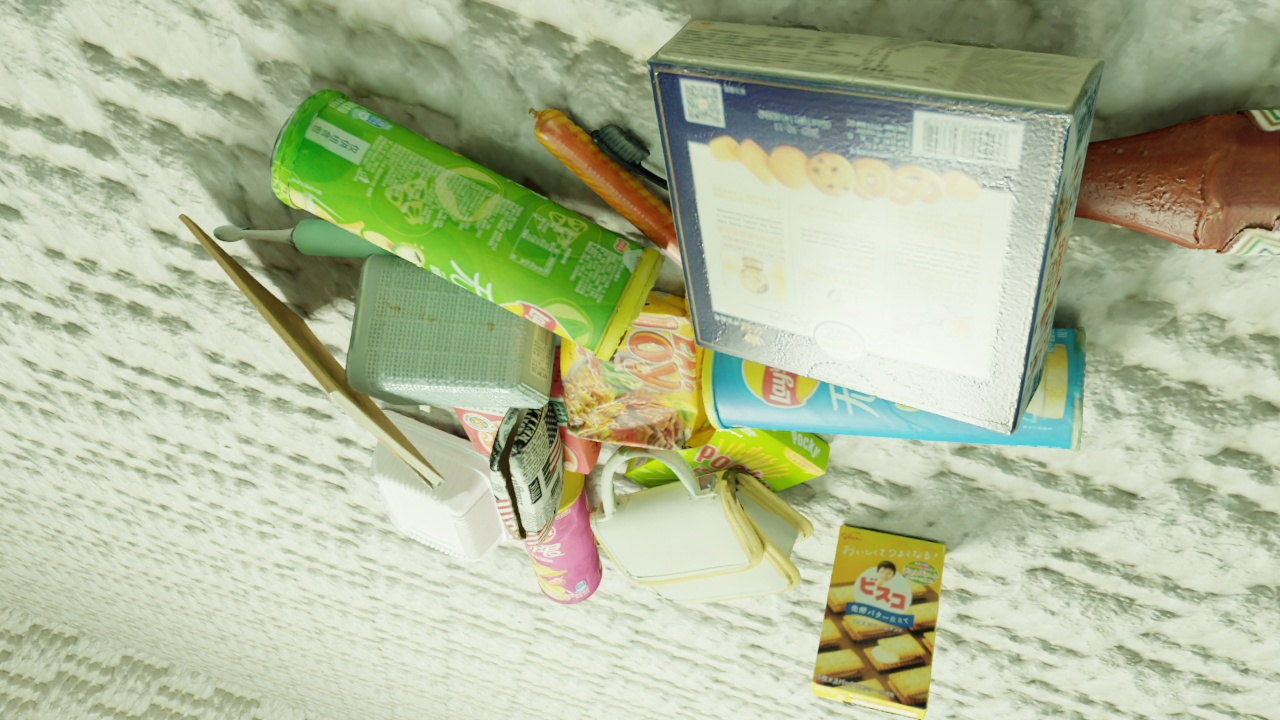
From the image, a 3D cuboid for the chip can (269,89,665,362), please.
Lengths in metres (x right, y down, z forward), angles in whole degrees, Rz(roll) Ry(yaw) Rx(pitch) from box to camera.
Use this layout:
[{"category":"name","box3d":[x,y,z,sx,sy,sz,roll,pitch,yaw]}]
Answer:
[{"category":"chip can","box3d":[-0.099,-0.078,0.525,0.221,0.072,0.073,27,146,-3]}]

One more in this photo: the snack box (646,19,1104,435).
[{"category":"snack box","box3d":[0.102,-0.061,0.435,0.178,0.045,0.183,17,142,28]}]

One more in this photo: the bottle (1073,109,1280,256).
[{"category":"bottle","box3d":[0.232,-0.075,0.391,0.206,0.059,0.060,7,145,28]}]

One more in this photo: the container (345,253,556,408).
[{"category":"container","box3d":[-0.118,-0.014,0.603,0.111,0.090,0.090,5,170,11]}]

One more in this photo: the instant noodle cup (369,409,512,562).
[{"category":"instant noodle cup","box3d":[-0.193,0.132,0.881,0.138,0.060,0.174,20,149,14]}]

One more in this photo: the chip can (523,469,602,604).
[{"category":"chip can","box3d":[-0.078,0.160,0.867,0.071,0.071,0.211,11,146,12]}]

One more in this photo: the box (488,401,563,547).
[{"category":"box","box3d":[-0.088,0.085,0.691,0.060,0.071,0.165,0,143,-3]}]

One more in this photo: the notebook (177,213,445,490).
[{"category":"notebook","box3d":[-0.228,-0.005,0.638,0.211,0.012,0.149,40,168,30]}]

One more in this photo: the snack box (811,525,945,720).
[{"category":"snack box","box3d":[0.192,0.207,0.737,0.087,0.140,0.034,9,144,17]}]

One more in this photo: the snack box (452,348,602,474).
[{"category":"snack box","box3d":[-0.079,0.037,0.717,0.127,0.044,0.113,8,145,16]}]

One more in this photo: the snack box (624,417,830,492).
[{"category":"snack box","box3d":[0.064,0.079,0.722,0.085,0.026,0.157,32,144,-20]}]

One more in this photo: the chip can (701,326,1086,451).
[{"category":"chip can","box3d":[0.146,0.013,0.545,0.210,0.071,0.071,3,143,23]}]

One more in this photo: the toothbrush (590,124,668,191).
[{"category":"toothbrush","box3d":[0.054,-0.079,0.515,0.189,0.014,0.017,30,133,-16]}]

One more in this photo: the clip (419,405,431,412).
[{"category":"clip","box3d":[-0.179,0.025,0.733,0.035,0.094,0.103,24,135,-8]}]

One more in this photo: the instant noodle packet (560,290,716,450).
[{"category":"instant noodle packet","box3d":[-0.004,0.004,0.612,0.111,0.044,0.129,5,128,9]}]

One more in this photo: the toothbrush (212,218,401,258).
[{"category":"toothbrush","box3d":[-0.202,-0.082,0.624,0.225,0.027,0.026,5,110,20]}]

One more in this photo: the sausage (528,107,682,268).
[{"category":"sausage","box3d":[0.000,-0.087,0.521,0.165,0.021,0.022,38,142,-27]}]

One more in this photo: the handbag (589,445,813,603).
[{"category":"handbag","box3d":[0.028,0.130,0.739,0.164,0.063,0.178,-21,127,42]}]
